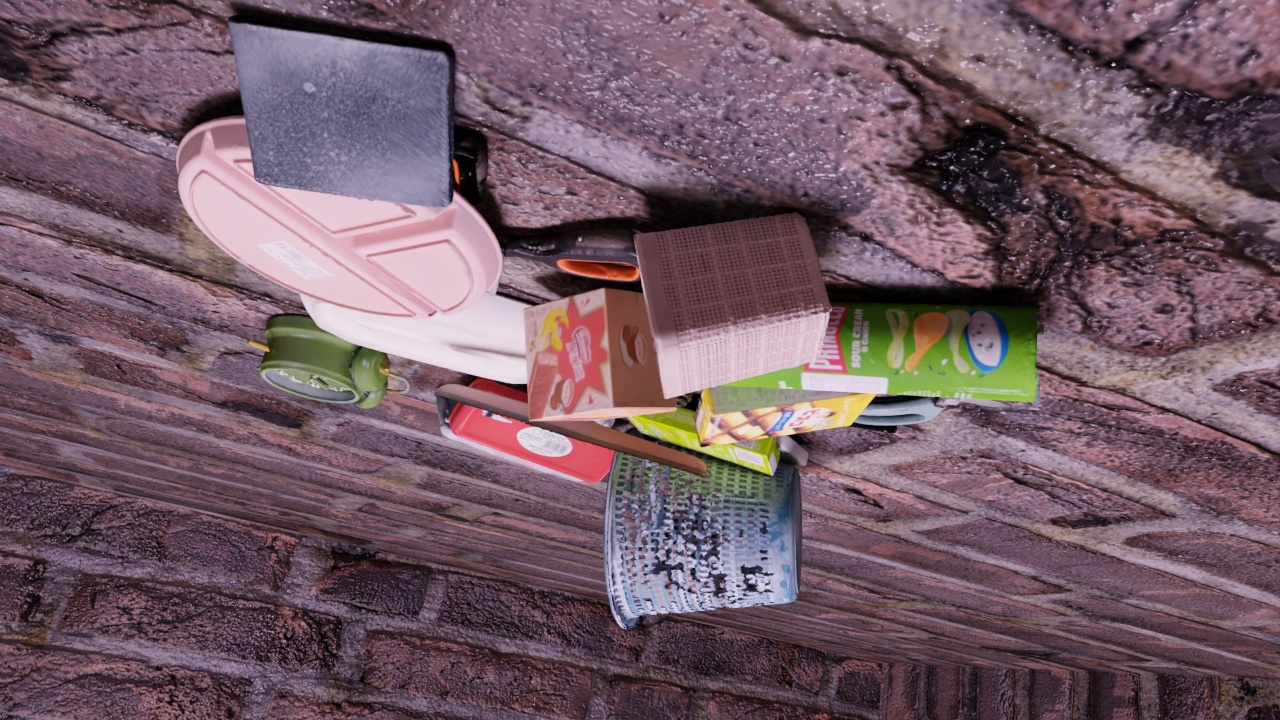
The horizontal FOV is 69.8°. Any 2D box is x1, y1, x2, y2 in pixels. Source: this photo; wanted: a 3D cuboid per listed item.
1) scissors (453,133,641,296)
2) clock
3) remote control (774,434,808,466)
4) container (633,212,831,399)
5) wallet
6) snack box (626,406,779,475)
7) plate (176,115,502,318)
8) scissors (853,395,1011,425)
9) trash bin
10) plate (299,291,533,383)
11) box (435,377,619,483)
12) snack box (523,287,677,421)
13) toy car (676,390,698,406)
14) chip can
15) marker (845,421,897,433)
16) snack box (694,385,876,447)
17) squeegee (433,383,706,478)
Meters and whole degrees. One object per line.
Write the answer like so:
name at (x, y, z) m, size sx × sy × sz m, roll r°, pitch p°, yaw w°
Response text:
scissors at (-0.098, -0.092, 0.658) m, size 0.221 × 0.021 × 0.234 m, roll 13°, pitch 160°, yaw 6°
clock at (-0.318, 0.006, 0.952) m, size 0.161 × 0.056 × 0.116 m, roll 14°, pitch 160°, yaw -12°
remote control at (0.129, 0.080, 0.987) m, size 0.058 × 0.021 × 0.150 m, roll 5°, pitch 159°, yaw 35°
container at (0.059, -0.038, 0.601) m, size 0.111 × 0.090 × 0.090 m, roll -11°, pitch 156°, yaw 1°
wallet at (-0.164, -0.137, 0.516) m, size 0.121 × 0.019 × 0.097 m, roll 8°, pitch 130°, yaw -1°
snack box at (0.065, 0.077, 0.956) m, size 0.156 × 0.026 × 0.086 m, roll 16°, pitch 164°, yaw 19°
plate at (-0.212, -0.087, 0.648) m, size 0.229 × 0.028 × 0.230 m, roll 10°, pitch 157°, yaw 4°
scissors at (0.238, 0.034, 0.831) m, size 0.170 × 0.019 × 0.181 m, roll 11°, pitch 158°, yaw -6°
trash bin at (0.080, 0.188, 1.028) m, size 0.195 × 0.226 × 0.227 m, roll -1°, pitch 157°, yaw 13°
plate at (-0.182, -0.028, 0.835) m, size 0.265 × 0.034 × 0.162 m, roll 16°, pitch 158°, yaw -15°
box at (-0.126, 0.069, 1.056) m, size 0.201 × 0.100 × 0.102 m, roll 23°, pitch 117°, yaw -29°
snack box at (-0.033, -0.002, 0.727) m, size 0.095 × 0.092 × 0.077 m, roll -10°, pitch 171°, yaw 41°
toy car at (-0.005, 0.005, 0.788) m, size 0.156 × 0.071 × 0.041 m, roll -9°, pitch 154°, yaw 42°
chip can at (0.167, -0.009, 0.676) m, size 0.236 × 0.072 × 0.072 m, roll 3°, pitch 158°, yaw 17°
marker at (0.195, 0.055, 0.906) m, size 0.124 × 0.018 × 0.015 m, roll 12°, pitch 125°, yaw -8°
snack box at (0.119, 0.037, 0.770) m, size 0.140 × 0.033 × 0.087 m, roll -9°, pitch 159°, yaw -7°
squeegee at (-0.048, 0.055, 0.910) m, size 0.248 × 0.040 × 0.249 m, roll 16°, pitch 178°, yaw 6°
